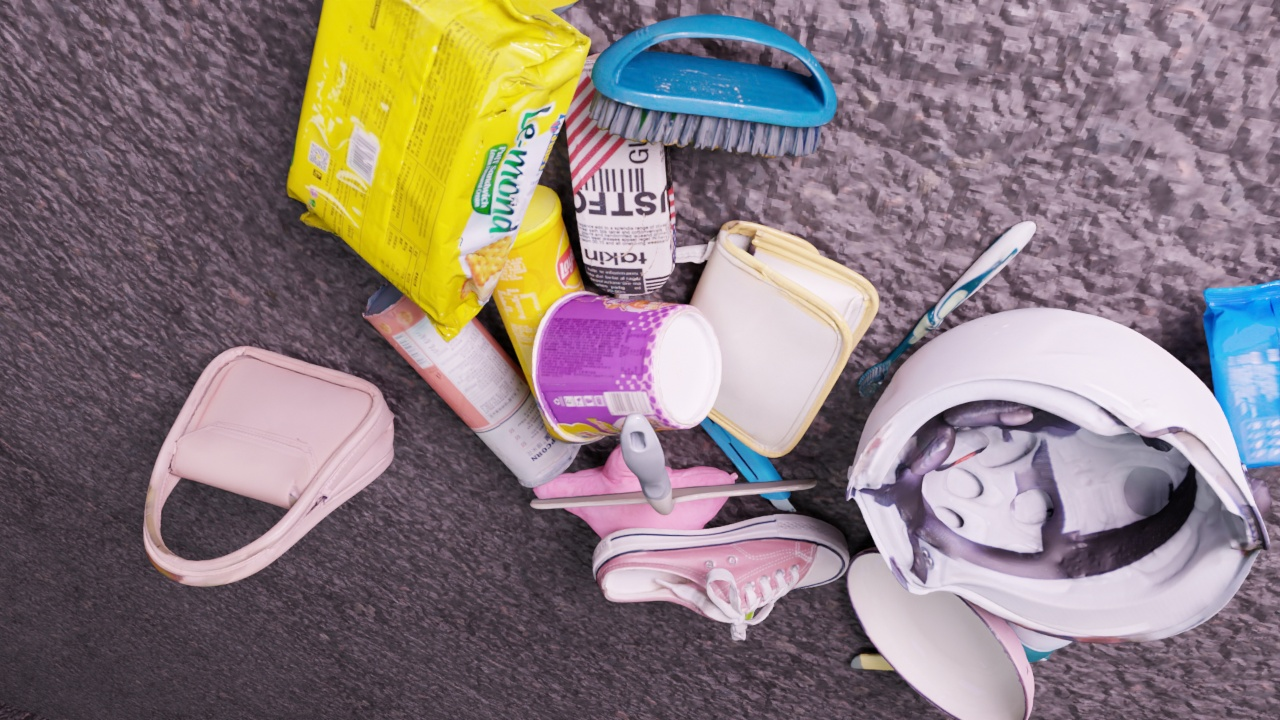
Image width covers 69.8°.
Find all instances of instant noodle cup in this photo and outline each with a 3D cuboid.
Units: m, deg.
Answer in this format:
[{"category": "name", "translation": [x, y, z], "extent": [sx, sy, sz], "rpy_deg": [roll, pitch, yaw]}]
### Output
[{"category": "instant noodle cup", "translation": [-0.004, 0.004, 0.646], "extent": [0.099, 0.111, 0.111], "rpy_deg": [-1, 133, 36]}]

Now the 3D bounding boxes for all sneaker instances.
[{"category": "sneaker", "translation": [0.079, 0.195, 0.806], "extent": [0.240, 0.087, 0.118], "rpy_deg": [1, 130, -17]}]

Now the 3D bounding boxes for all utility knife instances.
[{"category": "utility knife", "translation": [0.290, 0.314, 0.947], "extent": [0.152, 0.018, 0.031], "rpy_deg": [-3, 136, 30]}, {"category": "utility knife", "translation": [0.091, 0.081, 0.794], "extent": [0.034, 0.018, 0.166], "rpy_deg": [-16, 127, 35]}]

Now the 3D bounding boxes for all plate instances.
[{"category": "plate", "translation": [0.268, 0.239, 0.813], "extent": [0.192, 0.039, 0.193], "rpy_deg": [43, 153, 28]}]

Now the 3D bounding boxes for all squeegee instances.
[{"category": "squeegee", "translation": [0.013, 0.088, 0.671], "extent": [0.246, 0.039, 0.247], "rpy_deg": [-5, 160, 6]}]

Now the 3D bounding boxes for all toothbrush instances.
[{"category": "toothbrush", "translation": [0.203, -0.029, 0.630], "extent": [0.016, 0.018, 0.192], "rpy_deg": [28, 138, -5]}]

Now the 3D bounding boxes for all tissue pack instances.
[{"category": "tissue pack", "translation": [0.398, 0.006, 0.554], "extent": [0.095, 0.052, 0.157], "rpy_deg": [-11, 128, 30]}]

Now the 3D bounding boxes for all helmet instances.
[{"category": "helmet", "translation": [0.266, 0.063, 0.603], "extent": [0.258, 0.145, 0.230], "rpy_deg": [40, 137, -24]}]

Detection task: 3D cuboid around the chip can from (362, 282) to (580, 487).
[{"category": "chip can", "translation": [-0.141, 0.015, 0.789], "extent": [0.071, 0.071, 0.215], "rpy_deg": [-16, 125, 35]}]

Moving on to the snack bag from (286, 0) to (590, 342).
[{"category": "snack bag", "translation": [-0.140, -0.140, 0.566], "extent": [0.158, 0.068, 0.247], "rpy_deg": [39, 132, 10]}]

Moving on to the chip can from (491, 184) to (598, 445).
[{"category": "chip can", "translation": [-0.069, -0.028, 0.712], "extent": [0.072, 0.071, 0.214], "rpy_deg": [3, 134, 21]}]

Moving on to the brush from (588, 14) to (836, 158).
[{"category": "brush", "translation": [0.044, -0.157, 0.520], "extent": [0.143, 0.055, 0.074], "rpy_deg": [5, 135, -11]}]

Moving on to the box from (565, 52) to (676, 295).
[{"category": "box", "translation": [-0.014, -0.115, 0.597], "extent": [0.074, 0.064, 0.164], "rpy_deg": [16, 130, 34]}]

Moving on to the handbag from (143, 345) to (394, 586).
[{"category": "handbag", "translation": [-0.360, 0.104, 0.856], "extent": [0.193, 0.233, 0.093], "rpy_deg": [13, 136, 12]}]

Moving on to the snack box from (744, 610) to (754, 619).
[{"category": "snack box", "translation": [0.048, 0.217, 0.946], "extent": [0.156, 0.026, 0.086], "rpy_deg": [14, 137, 10]}]

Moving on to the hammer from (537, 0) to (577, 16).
[{"category": "hammer", "translation": [-0.045, -0.219, 0.535], "extent": [0.324, 0.031, 0.126], "rpy_deg": [-18, 123, 37]}]

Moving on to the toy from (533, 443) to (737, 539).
[{"category": "toy", "translation": [0.016, 0.144, 0.853], "extent": [0.179, 0.074, 0.194], "rpy_deg": [-22, 124, 24]}]

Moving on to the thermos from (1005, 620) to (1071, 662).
[{"category": "thermos", "translation": [0.353, 0.179, 0.741], "extent": [0.073, 0.073, 0.225], "rpy_deg": [23, 139, 1]}]

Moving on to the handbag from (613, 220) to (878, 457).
[{"category": "handbag", "translation": [0.066, -0.031, 0.670], "extent": [0.179, 0.063, 0.164], "rpy_deg": [33, 139, 12]}]
